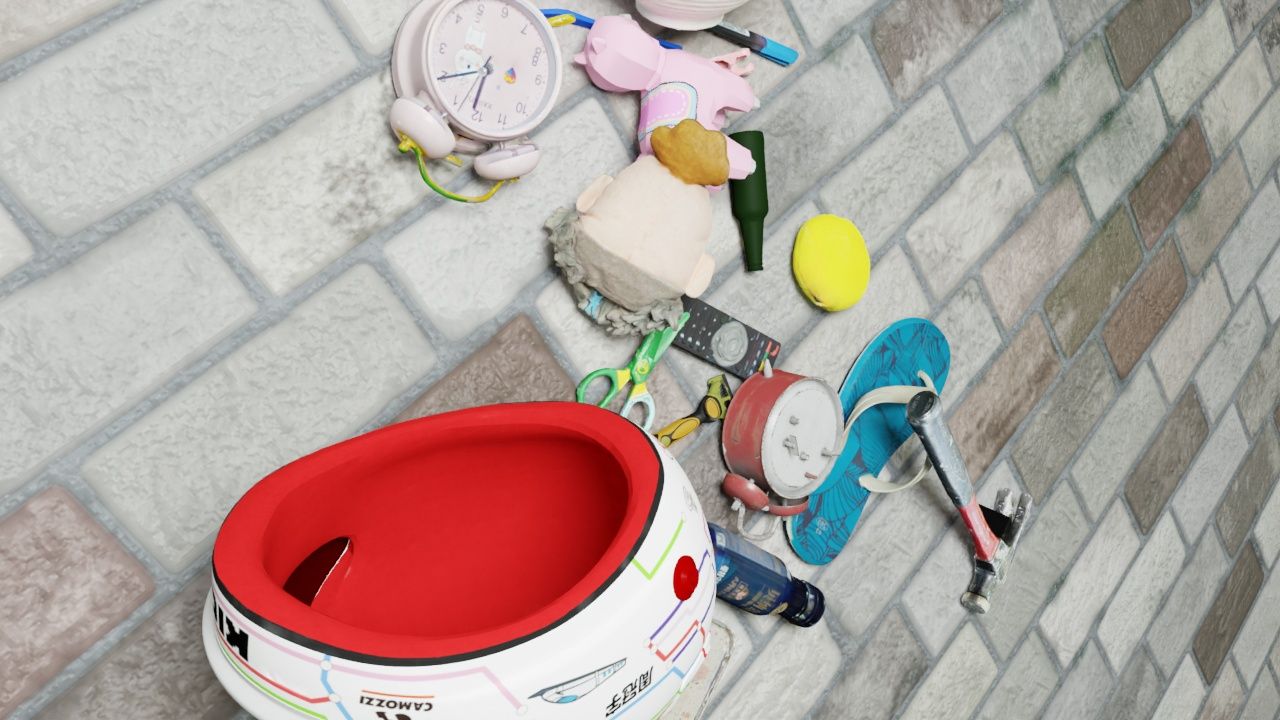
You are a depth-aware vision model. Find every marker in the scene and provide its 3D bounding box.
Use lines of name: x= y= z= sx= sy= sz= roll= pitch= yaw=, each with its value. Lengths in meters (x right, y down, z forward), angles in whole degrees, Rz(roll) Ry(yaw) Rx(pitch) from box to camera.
marker: x=0.093 y=-0.290 z=0.826 sx=0.122 sy=0.015 sz=0.018 roll=10 pitch=50 yaw=-32

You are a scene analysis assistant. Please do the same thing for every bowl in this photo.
bowl: x=0.037 y=-0.315 z=0.737 sx=0.176 sy=0.177 sz=0.071 roll=-27 pitch=146 yaw=-30

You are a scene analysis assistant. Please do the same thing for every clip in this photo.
clip: x=0.080 y=-0.255 z=0.815 sx=0.059 sy=0.023 sz=0.039 roll=-32 pitch=104 yaw=-31

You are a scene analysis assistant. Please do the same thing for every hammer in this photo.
hammer: x=0.329 y=0.128 z=0.926 sx=0.140 sy=0.036 sz=0.326 roll=-57 pitch=135 yaw=-20

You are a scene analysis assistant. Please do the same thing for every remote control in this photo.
remote control: x=0.066 y=-0.020 z=0.807 sx=0.140 sy=0.021 sz=0.045 roll=25 pitch=86 yaw=-32

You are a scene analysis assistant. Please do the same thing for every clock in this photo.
clock: x=0.127 y=0.085 z=0.817 sx=0.109 sy=0.062 sz=0.156 roll=18 pitch=88 yaw=-42
clock: x=-0.118 y=-0.192 z=0.656 sx=0.116 sy=0.059 sz=0.158 roll=16 pitch=89 yaw=-32

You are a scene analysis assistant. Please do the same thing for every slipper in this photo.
slipper: x=0.237 y=0.071 z=0.902 sx=0.118 sy=0.060 sz=0.294 roll=44 pitch=68 yaw=-22

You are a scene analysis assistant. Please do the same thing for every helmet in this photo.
helmet: x=-0.098 y=0.163 z=0.576 sx=0.313 sy=0.231 sz=0.236 roll=-17 pitch=131 yaw=-34

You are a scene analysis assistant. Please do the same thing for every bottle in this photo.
bottle: x=0.098 y=-0.141 z=0.821 sx=0.033 sy=0.033 sz=0.123 roll=-8 pitch=96 yaw=-33
bottle: x=0.099 y=0.193 z=0.812 sx=0.160 sy=0.056 sz=0.056 roll=32 pitch=73 yaw=-30

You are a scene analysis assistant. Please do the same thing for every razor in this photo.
razor: x=0.028 y=0.062 z=0.786 sx=0.143 sy=0.021 sz=0.044 roll=-29 pitch=106 yaw=-28

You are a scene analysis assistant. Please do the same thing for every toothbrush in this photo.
toothbrush: x=-0.041 y=-0.272 z=0.739 sx=0.186 sy=0.017 sz=0.011 roll=-1 pitch=89 yaw=-36

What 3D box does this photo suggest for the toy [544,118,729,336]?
toy: x=0.005 y=-0.106 z=0.708 sx=0.132 sy=0.076 sz=0.176 roll=34 pitch=105 yaw=-9

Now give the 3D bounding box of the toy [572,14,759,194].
toy: x=0.020 y=-0.206 z=0.742 sx=0.157 sy=0.067 sz=0.123 roll=15 pitch=72 yaw=-29

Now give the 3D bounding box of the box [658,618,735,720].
box: x=-0.007 y=0.290 z=0.726 sx=0.216 sy=0.094 sz=0.121 roll=-62 pitch=161 yaw=-17

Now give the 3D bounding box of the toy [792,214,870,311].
toy: x=0.184 y=-0.093 z=0.874 sx=0.095 sy=0.041 sz=0.094 roll=37 pitch=66 yaw=-28

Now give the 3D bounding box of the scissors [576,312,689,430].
scissors: x=0.008 y=0.011 z=0.760 sx=0.132 sy=0.013 sz=0.078 roll=-47 pitch=111 yaw=-11
